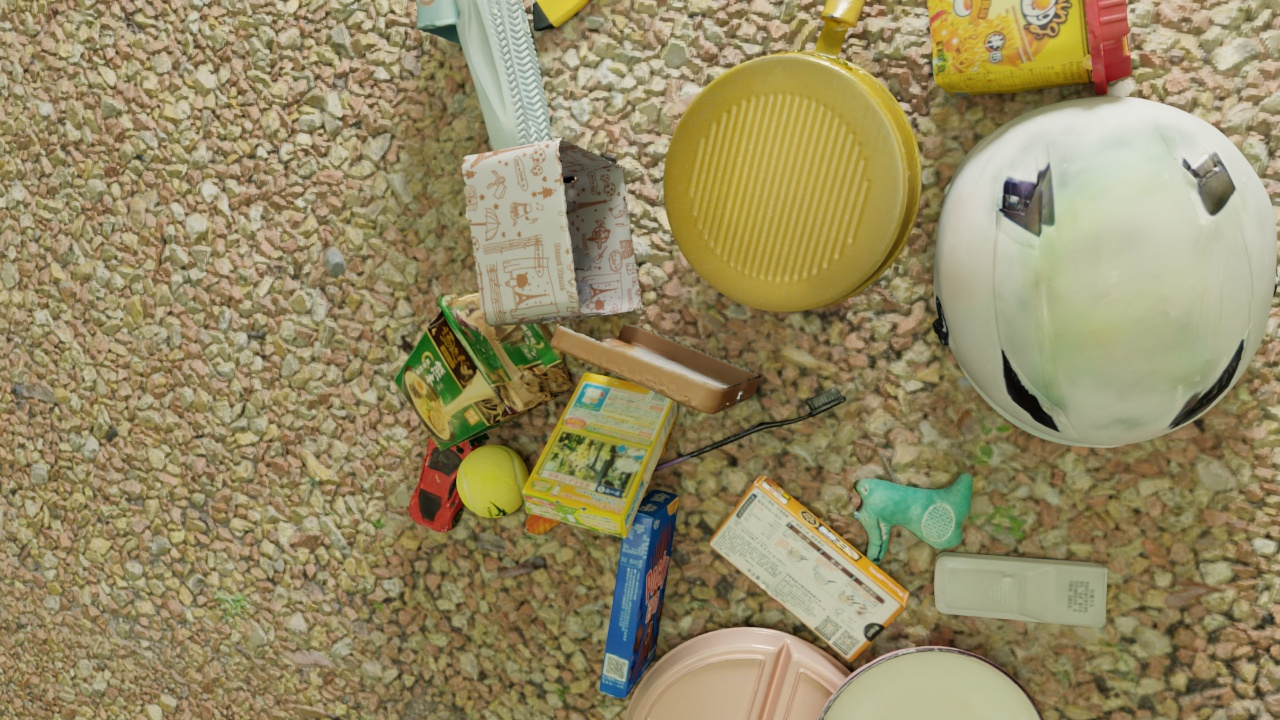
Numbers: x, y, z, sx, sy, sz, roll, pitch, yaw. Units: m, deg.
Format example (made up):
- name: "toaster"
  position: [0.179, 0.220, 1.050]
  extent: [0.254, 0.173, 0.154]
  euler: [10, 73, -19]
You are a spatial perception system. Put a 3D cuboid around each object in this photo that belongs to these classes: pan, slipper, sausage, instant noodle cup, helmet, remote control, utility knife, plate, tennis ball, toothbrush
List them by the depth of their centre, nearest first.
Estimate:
- name: "helmet"
  position: [0.319, -0.056, 0.628]
  extent: [0.229, 0.145, 0.258]
  euler: [-3, 94, 18]
- name: "instant noodle cup"
  position: [0.274, -0.242, 0.651]
  extent: [0.124, 0.115, 0.116]
  euler: [-5, 94, 29]
- name: "pan"
  position: [0.135, -0.209, 0.686]
  extent: [0.198, 0.078, 0.358]
  euler: [22, 112, 20]
- name: "remote control"
  position: [0.296, 0.180, 0.720]
  extent: [0.125, 0.024, 0.049]
  euler: [0, 95, 17]
- name: "plate"
  position: [0.224, 0.315, 0.728]
  extent: [0.192, 0.039, 0.192]
  euler: [0, 94, -1]
- name: "utility knife"
  position: [-0.007, -0.353, 0.771]
  extent: [0.224, 0.015, 0.033]
  euler: [-35, 83, 19]
- name: "slipper"
  position: [-0.141, -0.277, 0.779]
  extent: [0.074, 0.103, 0.245]
  euler: [-14, 97, 20]
- name: "plate"
  position: [0.095, 0.341, 0.779]
  extent: [0.230, 0.028, 0.229]
  euler: [1, 97, 10]
- name: "toothbrush"
  position: [0.084, 0.062, 0.781]
  extent: [0.189, 0.014, 0.016]
  euler: [-23, 80, 18]
- name: "sausage"
  position: [-0.041, 0.113, 0.820]
  extent: [0.165, 0.021, 0.021]
  euler: [-34, 84, 17]
- name: "tennis ball"
  position: [-0.132, 0.109, 0.824]
  extent: [0.065, 0.065, 0.065]
  euler: [1, 95, 17]

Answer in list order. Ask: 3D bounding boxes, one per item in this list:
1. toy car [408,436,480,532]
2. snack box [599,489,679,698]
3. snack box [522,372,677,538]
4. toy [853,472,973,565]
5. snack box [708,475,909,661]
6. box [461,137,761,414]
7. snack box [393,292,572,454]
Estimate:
- name: "toy car"
  position: [-0.184, 0.108, 0.860]
  extent: [0.049, 0.031, 0.106]
  euler: [22, 99, 13]
- name: "snack box"
  position: [0.000, 0.195, 0.781]
  extent: [0.026, 0.084, 0.157]
  euler: [11, 98, 16]
- name: "snack box"
  position: [-0.030, 0.074, 0.759]
  extent: [0.087, 0.140, 0.034]
  euler: [11, 135, 16]
- name: "toy"
  position: [0.214, 0.126, 0.739]
  extent: [0.092, 0.030, 0.096]
  euler: [13, 106, 21]
- name: "snack box"
  position: [0.138, 0.172, 0.761]
  extent: [0.154, 0.026, 0.075]
  euler: [39, 115, 11]
- name: "box"
  position: [-0.027, -0.051, 0.719]
  extent: [0.136, 0.179, 0.269]
  euler: [-40, 83, 14]
- name: "snack box"
  position: [-0.144, 0.011, 0.802]
  extent: [0.106, 0.118, 0.117]
  euler: [-36, 84, 27]
